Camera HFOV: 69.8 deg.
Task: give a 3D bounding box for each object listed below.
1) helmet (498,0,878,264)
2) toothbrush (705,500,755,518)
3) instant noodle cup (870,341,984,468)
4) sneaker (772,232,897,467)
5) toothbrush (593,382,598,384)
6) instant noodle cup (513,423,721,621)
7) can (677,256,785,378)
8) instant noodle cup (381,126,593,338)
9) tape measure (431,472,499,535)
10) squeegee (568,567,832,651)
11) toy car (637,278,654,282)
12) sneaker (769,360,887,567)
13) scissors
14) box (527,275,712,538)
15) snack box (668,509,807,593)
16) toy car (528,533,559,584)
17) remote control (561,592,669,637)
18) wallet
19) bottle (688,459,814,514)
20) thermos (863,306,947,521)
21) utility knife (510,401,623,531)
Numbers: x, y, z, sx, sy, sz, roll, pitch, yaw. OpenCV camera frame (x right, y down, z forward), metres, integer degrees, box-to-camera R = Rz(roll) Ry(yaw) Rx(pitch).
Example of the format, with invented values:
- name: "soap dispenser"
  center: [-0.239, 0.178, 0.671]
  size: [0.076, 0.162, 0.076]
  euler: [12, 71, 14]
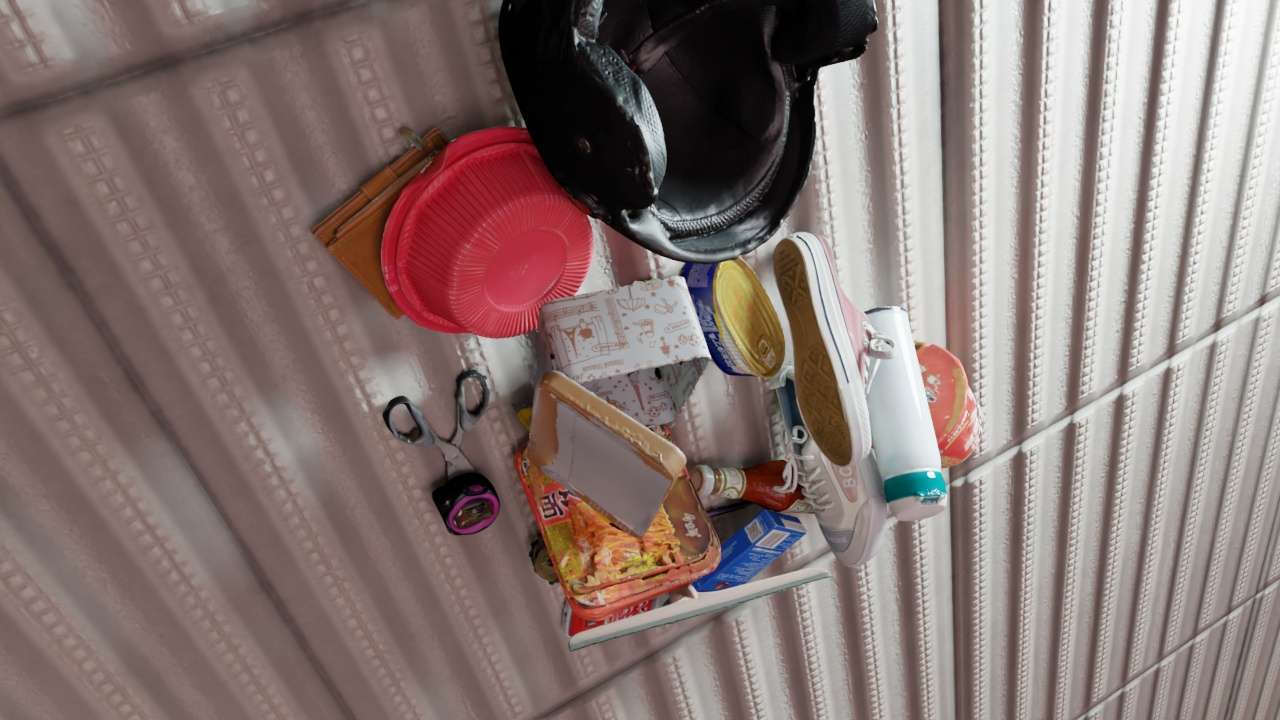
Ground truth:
- name: "helmet"
  center: [0.022, -0.211, 0.681]
  size: [0.233, 0.230, 0.275]
  euler: [-38, 132, -16]
- name: "toothbrush"
  center: [0.084, 0.175, 1.063]
  size: [0.188, 0.016, 0.014]
  euler: [-11, 132, -28]
- name: "instant noodle cup"
  center: [0.330, 0.060, 1.065]
  size: [0.108, 0.138, 0.138]
  euler: [31, 97, -46]
- name: "sneaker"
  center: [0.203, -0.016, 0.926]
  size: [0.087, 0.118, 0.241]
  euler: [-11, 85, -22]
- name: "toothbrush"
  center: [-0.005, 0.005, 0.916]
  size: [0.190, 0.015, 0.017]
  euler: [-28, 132, -14]
- name: "instant noodle cup"
  center: [-0.025, 0.153, 0.907]
  size: [0.164, 0.188, 0.079]
  euler: [-15, 156, -21]
- name: "can"
  center: [0.091, -0.041, 0.905]
  size: [0.148, 0.049, 0.074]
  euler: [53, 53, -37]
- name: "instant noodle cup"
  center: [-0.109, -0.088, 0.745]
  size: [0.193, 0.066, 0.194]
  euler: [-25, 139, -24]
- name: "tape measure"
  center: [-0.163, 0.138, 0.873]
  size: [0.057, 0.039, 0.057]
  euler: [-24, 129, -17]
- name: "squeegee"
  center: [0.043, 0.248, 0.941]
  size: [0.247, 0.040, 0.250]
  euler: [-14, 163, -9]
- name: "toy car"
  center: [-0.011, -0.041, 0.876]
  size: [0.091, 0.036, 0.043]
  euler: [-31, 128, -7]
- name: "sneaker"
  center: [0.196, 0.114, 0.995]
  size: [0.090, 0.090, 0.242]
  euler: [-14, 92, -31]
- name: "scissors"
  center: [-0.178, 0.083, 0.865]
  size: [0.175, 0.014, 0.159]
  euler: [27, 103, -39]
- name: "box"
  center: [-0.018, 0.055, 0.782]
  size: [0.153, 0.181, 0.183]
  euler: [-15, 160, -15]
- name: "snack box"
  center: [0.113, 0.233, 1.062]
  size: [0.157, 0.026, 0.084]
  euler: [-44, 145, 17]
- name: "toy car"
  center: [-0.044, 0.181, 0.975]
  size: [0.158, 0.042, 0.070]
  euler: [-25, 126, -19]
- name: "remote control"
  center: [-0.024, 0.282, 1.052]
  size: [0.135, 0.020, 0.056]
  euler: [-2, 115, -28]
- name: "wallet"
  center: [-0.184, -0.112, 0.739]
  size: [0.130, 0.035, 0.119]
  euler: [-41, 129, -5]
- name: "bottle"
  center: [0.145, 0.143, 1.046]
  size: [0.205, 0.060, 0.060]
  euler: [8, 111, -32]
- name: "thermos"
  center: [0.275, 0.058, 0.983]
  size: [0.073, 0.224, 0.073]
  euler: [-6, 160, -2]
- name: "utility knife"
  center: [-0.063, 0.097, 0.867]
  size: [0.033, 0.164, 0.015]
  euler: [-38, 171, -32]
